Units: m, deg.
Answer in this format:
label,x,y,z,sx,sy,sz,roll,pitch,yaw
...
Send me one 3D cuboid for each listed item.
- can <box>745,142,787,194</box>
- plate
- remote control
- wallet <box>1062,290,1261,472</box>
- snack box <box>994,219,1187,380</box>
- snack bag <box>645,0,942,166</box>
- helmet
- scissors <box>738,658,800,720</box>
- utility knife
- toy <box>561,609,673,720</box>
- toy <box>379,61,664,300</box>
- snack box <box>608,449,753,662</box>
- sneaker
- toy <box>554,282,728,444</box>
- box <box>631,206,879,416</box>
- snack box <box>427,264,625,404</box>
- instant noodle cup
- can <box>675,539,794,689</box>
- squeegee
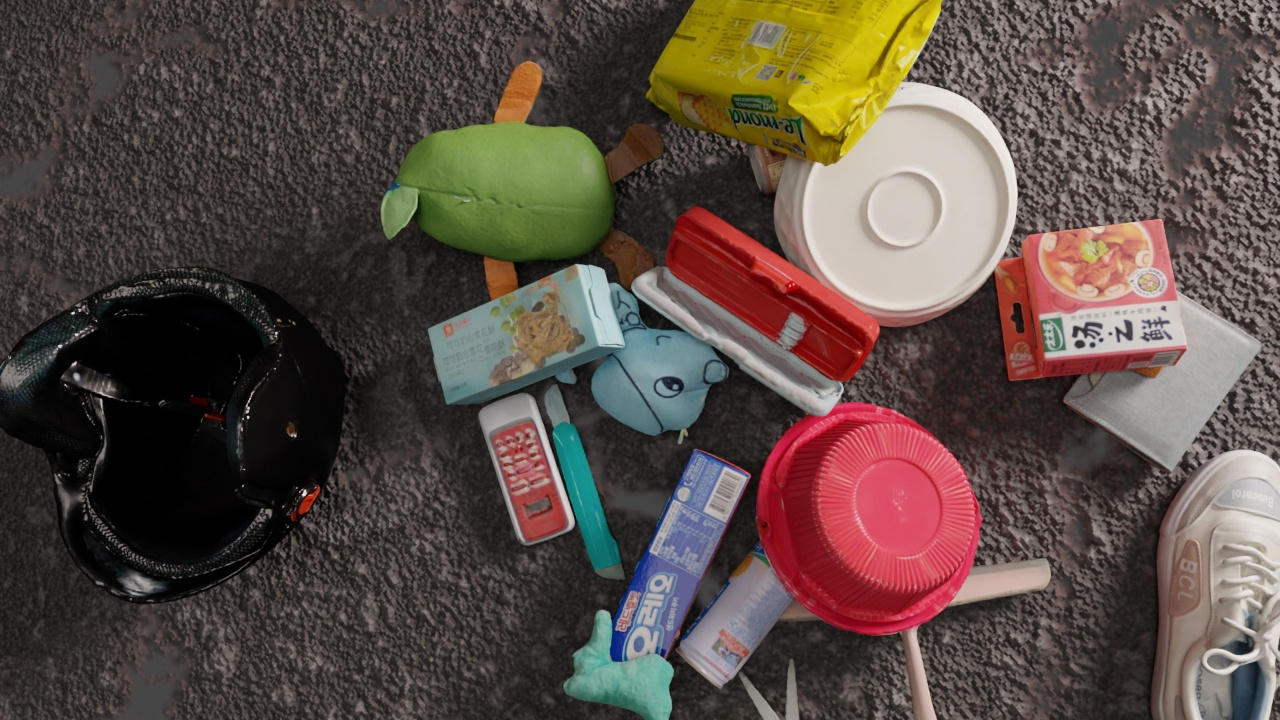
label,x,y,z,sx,sy,sz,roll,pitch,yaw
can,0.156,-0.191,0.814,0.116,0.058,0.058,-17,81,6
plate,0.217,-0.128,0.770,0.205,0.045,0.205,1,103,3
remote control,-0.105,0.099,0.841,0.056,0.020,0.136,-20,81,7
wallet,0.428,0.009,0.758,0.106,0.037,0.129,36,90,11
snack box,0.363,-0.048,0.751,0.127,0.044,0.113,-7,70,17
snack bag,0.117,-0.261,0.771,0.247,0.068,0.158,31,88,45
helmet,-0.374,0.059,0.784,0.233,0.230,0.275,12,93,11
scissors,0.137,0.343,0.773,0.163,0.012,0.162,21,91,8
utility knife,-0.053,0.111,0.834,0.029,0.013,0.187,-19,83,5
toy,-0.018,0.255,0.746,0.092,0.030,0.096,5,81,9
toy,-0.103,-0.150,0.824,0.246,0.090,0.227,6,106,-6
snack box,0.029,0.180,0.790,0.057,0.058,0.207,25,87,11
sneaker,0.454,0.186,0.705,0.089,0.090,0.242,12,85,9
toy,-0.005,0.005,0.820,0.162,0.049,0.156,-20,88,21
box,0.090,-0.032,0.784,0.201,0.095,0.098,35,57,12
snack box,-0.103,-0.020,0.814,0.175,0.051,0.074,-20,80,25
instant noodle cup,0.195,0.120,0.738,0.193,0.066,0.193,3,72,-9
can,0.090,0.206,0.770,0.053,0.053,0.134,39,81,11
squeegee,0.235,0.303,0.754,0.248,0.040,0.249,-10,83,8
